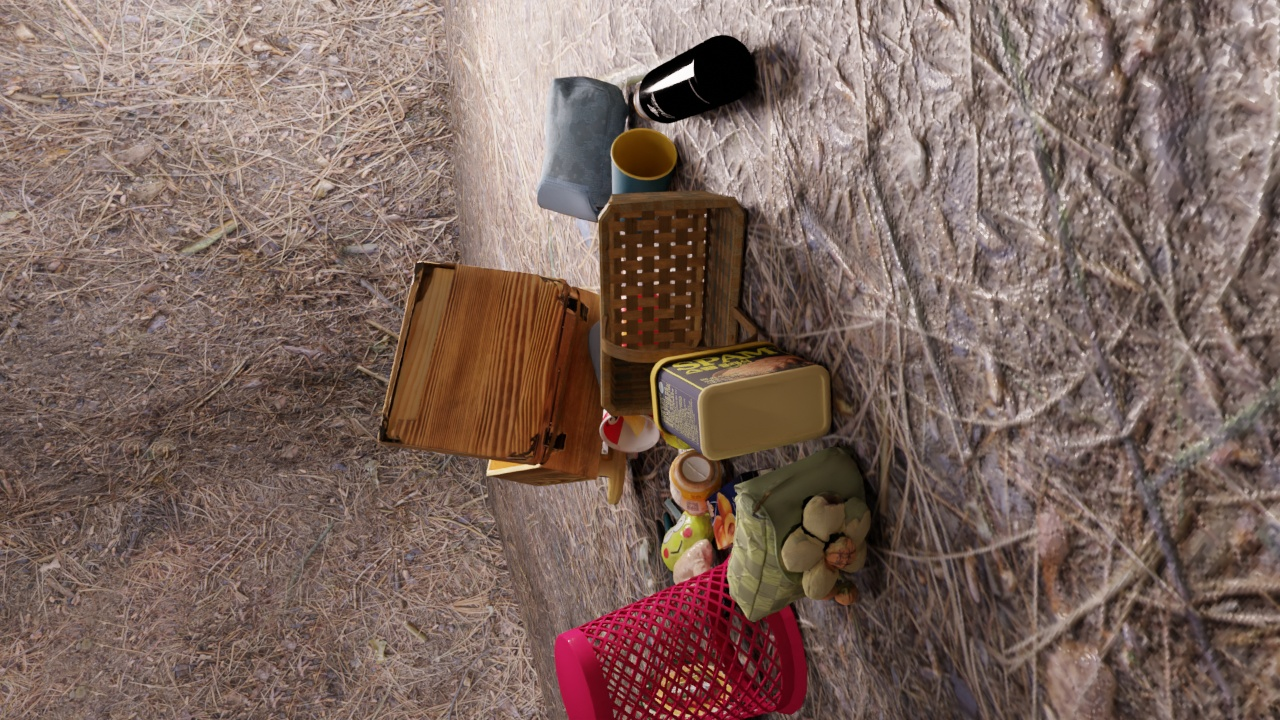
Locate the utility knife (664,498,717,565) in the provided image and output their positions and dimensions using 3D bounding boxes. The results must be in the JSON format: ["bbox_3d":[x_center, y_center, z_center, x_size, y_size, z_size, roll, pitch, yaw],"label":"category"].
[{"bbox_3d":[0.066,0.226,1.235,0.022,0.015,0.179,-62,23,6],"label":"utility knife"}]

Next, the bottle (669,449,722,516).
[{"bbox_3d":[0.067,0.153,1.105,0.109,0.063,0.063,83,170,-59],"label":"bottle"}]

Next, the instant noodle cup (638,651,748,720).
[{"bbox_3d":[0.077,0.449,1.139,0.137,0.137,0.112,-140,34,-66],"label":"instant noodle cup"}]

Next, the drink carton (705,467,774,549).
[{"bbox_3d":[0.113,0.162,0.995,0.130,0.040,0.064,122,135,-65],"label":"drink carton"}]

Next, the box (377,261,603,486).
[{"bbox_3d":[-0.209,0.018,1.347,0.283,0.315,0.278,-17,59,58],"label":"box"}]

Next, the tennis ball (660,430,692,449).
[{"bbox_3d":[0.054,0.074,1.098,0.065,0.065,0.065,170,90,-73],"label":"tennis ball"}]

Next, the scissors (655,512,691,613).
[{"bbox_3d":[0.049,0.289,1.310,0.140,0.019,0.128,36,127,57],"label":"scissors"}]

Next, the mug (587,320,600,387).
[{"bbox_3d":[-0.020,0.001,1.298,0.121,0.085,0.094,51,-163,-59],"label":"mug"}]

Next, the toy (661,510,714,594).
[{"bbox_3d":[0.063,0.239,1.149,0.092,0.046,0.115,-52,28,25],"label":"toy"}]

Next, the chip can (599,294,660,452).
[{"bbox_3d":[-0.007,0.007,1.130,0.220,0.069,0.069,-86,3,-45],"label":"chip can"}]

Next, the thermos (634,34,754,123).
[{"bbox_3d":[0.042,-0.282,0.951,0.231,0.061,0.061,-158,60,-71],"label":"thermos"}]

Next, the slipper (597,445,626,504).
[{"bbox_3d":[-0.064,0.099,1.448,0.099,0.078,0.263,-168,76,-79],"label":"slipper"}]

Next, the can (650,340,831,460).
[{"bbox_3d":[0.092,0.035,0.837,0.104,0.135,0.075,-151,53,-66],"label":"can"}]

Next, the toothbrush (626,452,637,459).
[{"bbox_3d":[-0.012,0.077,1.402,0.015,0.018,0.181,-121,28,-55],"label":"toothbrush"}]

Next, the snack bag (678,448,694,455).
[{"bbox_3d":[0.061,0.118,1.190,0.057,0.013,0.158,-136,40,-61],"label":"snack bag"}]

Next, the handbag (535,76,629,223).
[{"bbox_3d":[-0.072,-0.287,1.252,0.122,0.118,0.192,17,112,27],"label":"handbag"}]

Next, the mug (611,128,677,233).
[{"bbox_3d":[0.000,-0.211,1.118,0.122,0.078,0.078,100,156,-60],"label":"mug"}]

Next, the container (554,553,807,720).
[{"bbox_3d":[0.034,0.326,0.993,0.183,0.225,0.183,168,90,-68],"label":"container"}]

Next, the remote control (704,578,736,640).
[{"bbox_3d":[0.101,0.315,1.160,0.137,0.015,0.032,103,153,-52],"label":"remote control"}]

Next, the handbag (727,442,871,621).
[{"bbox_3d":[0.144,0.166,0.806,0.117,0.113,0.187,47,148,39],"label":"handbag"}]

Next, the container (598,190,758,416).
[{"bbox_3d":[0.032,-0.050,0.964,0.186,0.157,0.250,-106,14,-59],"label":"container"}]
